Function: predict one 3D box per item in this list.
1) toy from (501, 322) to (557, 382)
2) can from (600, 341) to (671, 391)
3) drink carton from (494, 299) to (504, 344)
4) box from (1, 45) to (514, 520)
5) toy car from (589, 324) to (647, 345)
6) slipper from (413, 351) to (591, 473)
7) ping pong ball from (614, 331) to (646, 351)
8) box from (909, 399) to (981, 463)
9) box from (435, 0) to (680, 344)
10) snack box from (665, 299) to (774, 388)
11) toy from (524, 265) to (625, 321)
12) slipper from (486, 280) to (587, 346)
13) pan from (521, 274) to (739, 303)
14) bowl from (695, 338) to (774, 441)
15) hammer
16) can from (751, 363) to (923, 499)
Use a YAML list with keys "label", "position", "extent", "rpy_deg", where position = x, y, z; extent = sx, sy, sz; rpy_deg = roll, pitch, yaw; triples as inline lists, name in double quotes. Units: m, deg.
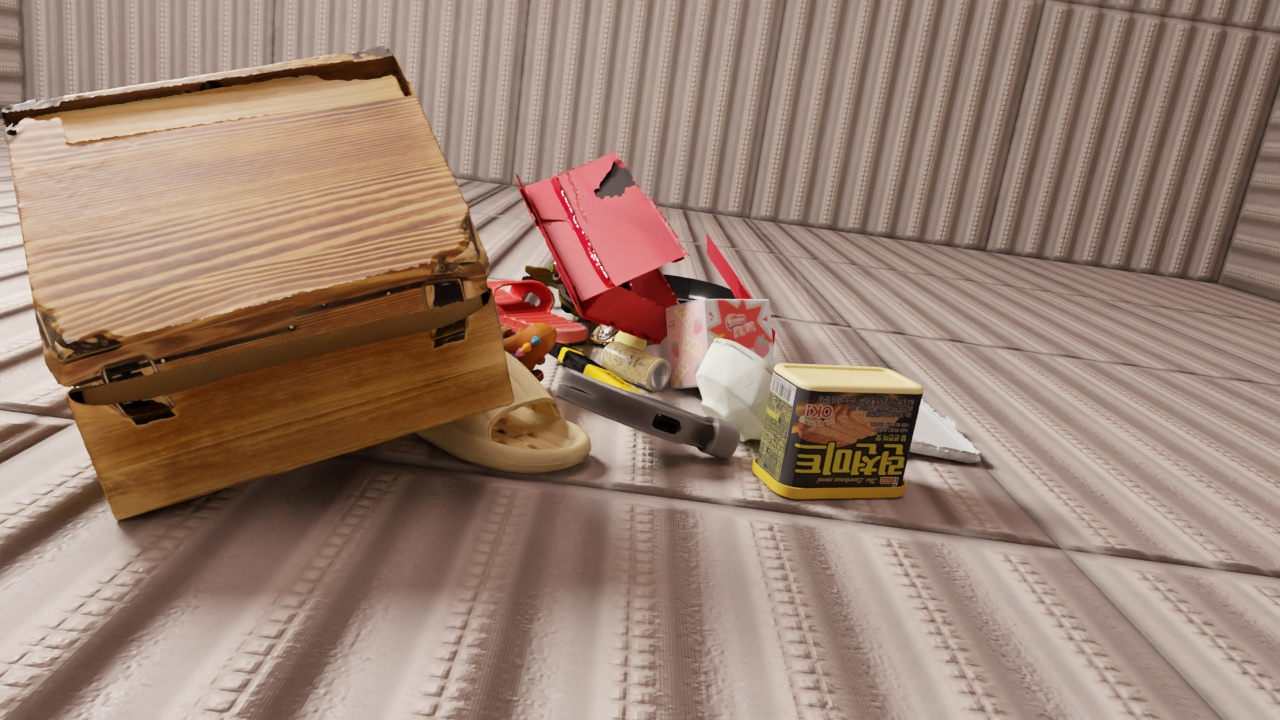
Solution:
- label: "toy"
  position: [-0.130, -0.001, 0.924]
  extent: [0.090, 0.070, 0.102]
  rpy_deg: [-34, 3, 37]
- label: "can"
  position: [-0.006, 0.006, 1.037]
  extent: [0.038, 0.038, 0.079]
  rpy_deg: [-8, 22, -45]
- label: "drink carton"
  position: [-0.204, -0.024, 0.932]
  extent: [0.125, 0.048, 0.076]
  rpy_deg: [-14, -4, 42]
- label: "box"
  position: [-0.267, -0.072, 0.659]
  extent: [0.278, 0.264, 0.269]
  rpy_deg: [-15, 26, -21]
- label: "toy car"
  position: [-0.019, -0.046, 1.203]
  extent: [0.047, 0.047, 0.111]
  rpy_deg: [15, 16, 35]
- label: "slipper"
  position: [-0.158, 0.026, 0.815]
  extent: [0.262, 0.079, 0.111]
  rpy_deg: [18, 21, 34]
- label: "ping pong ball"
  position: [-0.012, -0.022, 1.132]
  extent: [0.040, 0.040, 0.040]
  rpy_deg: [7, 15, -2]
- label: "box"
  position: [0.252, 0.059, 1.008]
  extent: [0.190, 0.038, 0.209]
  rpy_deg: [14, 15, -8]
- label: "box"
  position: [-0.102, -0.202, 0.974]
  extent: [0.467, 0.138, 0.214]
  rpy_deg: [45, 14, -50]
- label: "snack box"
  position: [0.090, -0.019, 1.031]
  extent: [0.092, 0.094, 0.080]
  rpy_deg: [-2, -4, -31]
- label: "toy"
  position: [-0.063, -0.100, 1.255]
  extent: [0.179, 0.078, 0.153]
  rpy_deg: [22, -20, -16]
- label: "slipper"
  position: [-0.162, -0.078, 1.230]
  extent: [0.103, 0.059, 0.249]
  rpy_deg: [-5, 21, -41]
- label: "pan"
  position: [-0.014, -0.101, 1.415]
  extent: [0.355, 0.044, 0.204]
  rpy_deg: [0, 17, -27]
- label: "bowl"
  position: [0.098, 0.038, 0.890]
  extent: [0.117, 0.061, 0.117]
  rpy_deg: [40, -11, 9]
- label: "hammer"
  position: [-0.039, 0.021, 0.933]
  extent: [0.169, 0.034, 0.325]
  rpy_deg: [20, 4, -24]
- label: "can"
  position: [0.174, 0.061, 0.808]
  extent: [0.130, 0.101, 0.072]
  rpy_deg: [2, 16, -20]
